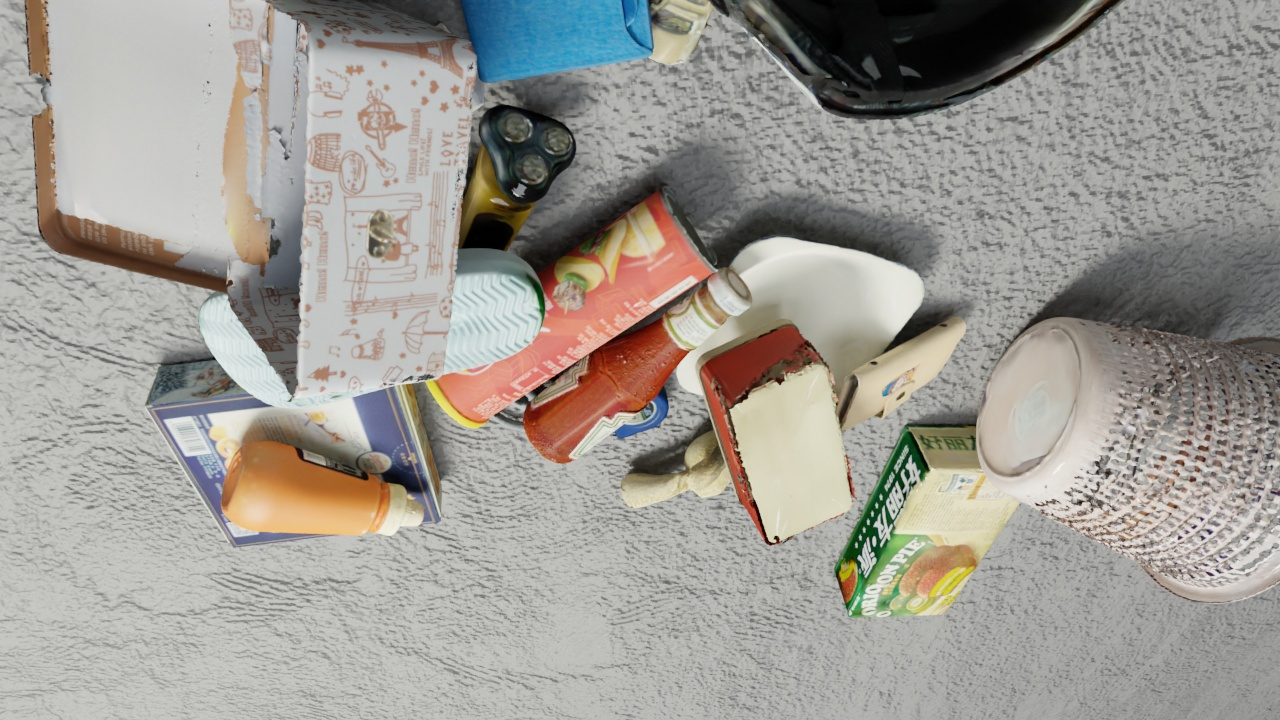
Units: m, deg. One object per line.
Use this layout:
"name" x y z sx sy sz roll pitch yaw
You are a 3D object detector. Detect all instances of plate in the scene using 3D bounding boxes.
"plate" 0.119 -0.030 0.713 0.163 0.034 0.165 12 130 -20

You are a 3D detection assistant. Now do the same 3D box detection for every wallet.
"wallet" -0.051 -0.221 0.492 0.106 0.040 0.133 -8 127 2
"wallet" 0.209 0.016 0.751 0.115 0.024 0.087 -27 151 -22

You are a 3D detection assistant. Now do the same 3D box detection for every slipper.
"slipper" -0.180 -0.035 0.612 0.246 0.074 0.104 -9 133 12

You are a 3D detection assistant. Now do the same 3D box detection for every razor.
"razor" -0.100 -0.090 0.603 0.062 0.067 0.168 12 137 -27

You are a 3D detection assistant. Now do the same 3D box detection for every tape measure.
"tape measure" -0.004 0.036 0.761 0.054 0.025 0.058 -16 138 3

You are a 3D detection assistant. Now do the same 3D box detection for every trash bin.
"trash bin" 0.397 0.062 0.746 0.192 0.226 0.228 17 129 -9

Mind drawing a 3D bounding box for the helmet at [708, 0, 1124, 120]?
"helmet" 0.112 -0.258 0.412 0.231 0.156 0.274 -33 120 23

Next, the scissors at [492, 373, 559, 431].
"scissors" -0.138 0.007 0.718 0.174 0.014 0.136 6 131 -15

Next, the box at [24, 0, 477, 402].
"box" -0.204 -0.107 0.480 0.274 0.125 0.179 23 116 23

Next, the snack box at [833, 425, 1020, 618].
"snack box" 0.284 0.165 0.909 0.114 0.063 0.241 1 133 -11

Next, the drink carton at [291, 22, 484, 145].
"drink carton" -0.153 -0.143 0.545 0.123 0.053 0.045 -29 129 17

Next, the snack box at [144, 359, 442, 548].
"snack box" -0.265 0.072 0.735 0.182 0.045 0.178 -7 134 -4

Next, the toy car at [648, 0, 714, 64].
"toy car" 0.026 -0.211 0.526 0.042 0.035 0.091 15 132 -20

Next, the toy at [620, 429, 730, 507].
"toy" 0.052 0.088 0.803 0.157 0.066 0.105 -29 164 22

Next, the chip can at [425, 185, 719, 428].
"chip can" -0.052 -0.034 0.646 0.217 0.073 0.073 -32 131 16

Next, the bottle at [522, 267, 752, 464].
"bottle" -0.004 0.004 0.682 0.059 0.059 0.207 32 123 -33

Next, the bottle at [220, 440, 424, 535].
"bottle" -0.236 0.105 0.701 0.149 0.066 0.067 18 128 -33

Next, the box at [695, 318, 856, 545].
"box" 0.111 0.062 0.700 0.091 0.079 0.168 -24 128 -5
